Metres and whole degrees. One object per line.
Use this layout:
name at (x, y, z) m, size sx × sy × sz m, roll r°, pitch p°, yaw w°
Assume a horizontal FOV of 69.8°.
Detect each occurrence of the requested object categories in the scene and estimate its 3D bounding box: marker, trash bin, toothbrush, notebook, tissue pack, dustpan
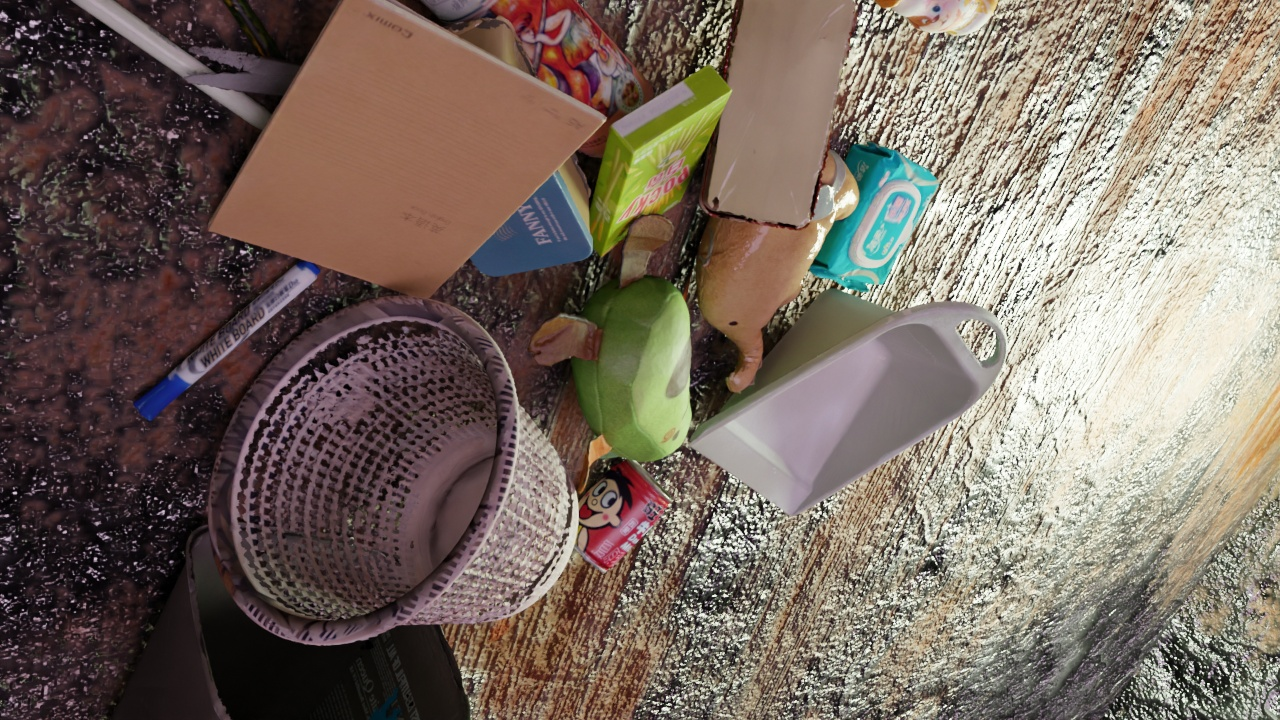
marker at (-0.269, -0.015, 0.601) m, size 0.145 × 0.017 × 0.017 m, roll -42°, pitch 136°, yaw -4°
trash bin at (-0.278, 0.271, 0.684) m, size 0.198 × 0.199 × 0.220 m, roll 21°, pitch 113°, yaw -43°
toothbrush at (-0.230, -0.213, 0.487) m, size 0.012 × 0.017 × 0.186 m, roll -38°, pitch 135°, yaw -13°
notebook at (-0.142, -0.110, 0.535) m, size 0.149 × 0.012 × 0.212 m, roll 19°, pitch 142°, yaw -34°
tissue pack at (0.211, -0.130, 0.849) m, size 0.093 × 0.050 × 0.134 m, roll 7°, pitch 116°, yaw -41°
toothbrush at (-0.233, -0.152, 0.530) m, size 0.020 × 0.029 × 0.189 m, roll -19°, pitch 145°, yaw 32°
dustpan at (0.218, 0.045, 0.884) m, size 0.222 × 0.143 × 0.257 m, roll 37°, pitch 87°, yaw -44°
trash bin at (-0.147, 0.096, 0.650) m, size 0.227 × 0.227 × 0.192 m, roll -45°, pitch 148°, yaw -2°

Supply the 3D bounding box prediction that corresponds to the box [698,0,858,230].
box at (0.099, -0.182, 0.661) m, size 0.091 × 0.080 × 0.168 m, roll 10°, pitch 102°, yaw 0°

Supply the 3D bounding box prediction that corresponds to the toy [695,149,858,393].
toy at (0.101, -0.079, 0.784) m, size 0.143 × 0.082 × 0.226 m, roll 9°, pitch 116°, yaw -38°

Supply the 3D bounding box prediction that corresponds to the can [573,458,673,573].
can at (-0.023, 0.143, 0.859) m, size 0.094 × 0.066 × 0.066 m, roll -45°, pitch 136°, yaw -1°

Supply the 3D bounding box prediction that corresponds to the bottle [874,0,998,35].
bottle at (0.237, -0.298, 0.740) m, size 0.108 × 0.063 × 0.063 m, roll -8°, pitch 124°, yaw -32°

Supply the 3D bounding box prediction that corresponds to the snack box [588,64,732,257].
snack box at (0.007, -0.135, 0.646) m, size 0.085 × 0.026 × 0.157 m, roll -36°, pitch 172°, yaw -19°

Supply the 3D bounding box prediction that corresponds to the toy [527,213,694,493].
toy at (-0.004, 0.004, 0.742) m, size 0.226 × 0.090 × 0.247 m, roll -58°, pitch 155°, yaw -24°

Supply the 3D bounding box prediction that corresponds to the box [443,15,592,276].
box at (-0.091, -0.124, 0.583) m, size 0.090 × 0.061 × 0.184 m, roll -10°, pitch 146°, yaw 14°

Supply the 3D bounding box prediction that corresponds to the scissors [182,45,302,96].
scissors at (-0.174, -0.172, 0.550) m, size 0.146 × 0.014 × 0.172 m, roll -45°, pitch 141°, yaw -3°

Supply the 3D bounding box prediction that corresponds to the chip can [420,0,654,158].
chip can at (-0.078, -0.213, 0.563) m, size 0.071 × 0.071 × 0.214 m, roll -50°, pitch 136°, yaw 4°
